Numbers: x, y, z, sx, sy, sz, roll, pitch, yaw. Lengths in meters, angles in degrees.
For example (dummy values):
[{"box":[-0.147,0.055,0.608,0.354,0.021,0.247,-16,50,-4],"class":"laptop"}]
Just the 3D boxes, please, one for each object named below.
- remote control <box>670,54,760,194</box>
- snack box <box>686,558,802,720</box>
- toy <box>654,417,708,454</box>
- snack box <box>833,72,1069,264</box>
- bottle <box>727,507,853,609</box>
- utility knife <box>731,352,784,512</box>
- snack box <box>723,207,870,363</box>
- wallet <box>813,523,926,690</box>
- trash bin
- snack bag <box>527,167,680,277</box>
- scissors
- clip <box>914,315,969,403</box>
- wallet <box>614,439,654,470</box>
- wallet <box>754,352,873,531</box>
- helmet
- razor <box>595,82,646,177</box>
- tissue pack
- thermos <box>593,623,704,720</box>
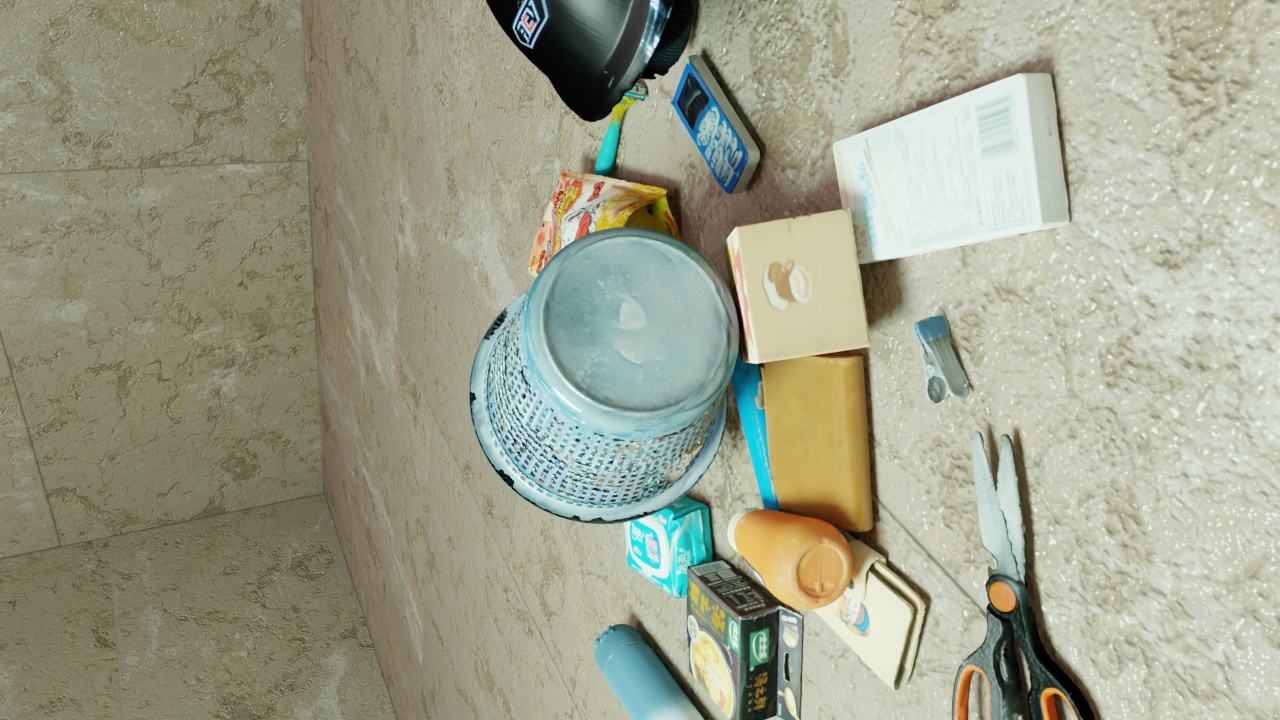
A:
[{"box":[0.062,-0.197,0.770,0.125,0.024,0.049,64,148,27],"class":"remote control"},{"box":[0.091,0.260,0.841,0.126,0.053,0.113,-150,56,-63],"class":"snack box"},{"box":[-0.005,0.005,0.886,0.226,0.082,0.143,30,102,51],"class":"toy"},{"box":[0.183,-0.111,0.563,0.157,0.026,0.084,-4,95,63],"class":"snack box"},{"box":[0.107,0.146,0.721,0.149,0.066,0.067,-170,72,-73],"class":"bottle"},{"box":[0.107,0.091,0.782,0.034,0.018,0.203,159,100,-66],"class":"utility knife"},{"box":[0.106,-0.049,0.642,0.094,0.077,0.093,-104,5,-89],"class":"snack box"},{"box":[0.165,0.179,0.695,0.115,0.024,0.087,43,132,53],"class":"wallet"},{"box":[-0.018,0.003,0.710,0.195,0.226,0.226,121,134,-71],"class":"trash bin"},{"box":[-0.047,-0.128,0.928,0.208,0.073,0.128,21,98,53],"class":"snack bag"},{"box":[0.239,0.158,0.555,0.161,0.021,0.234,33,123,47],"class":"scissors"},{"box":[0.192,-0.001,0.589,0.026,0.024,0.056,-21,86,65],"class":"clip"},{"box":[-0.017,0.067,1.000,0.115,0.020,0.101,147,110,-69],"class":"wallet"},{"box":[0.134,0.058,0.708,0.108,0.031,0.132,5,103,58],"class":"wallet"},{"box":[-0.015,-0.317,0.661,0.234,0.230,0.274,-21,41,63],"class":"helmet"},{"box":[-0.029,-0.228,0.931,0.133,0.043,0.028,110,168,-50],"class":"razor"},{"box":[0.023,0.180,0.937,0.134,0.050,0.093,12,110,62],"class":"tissue pack"},{"box":[0.018,0.372,0.997,0.220,0.070,0.070,41,133,53],"class":"thermos"}]
